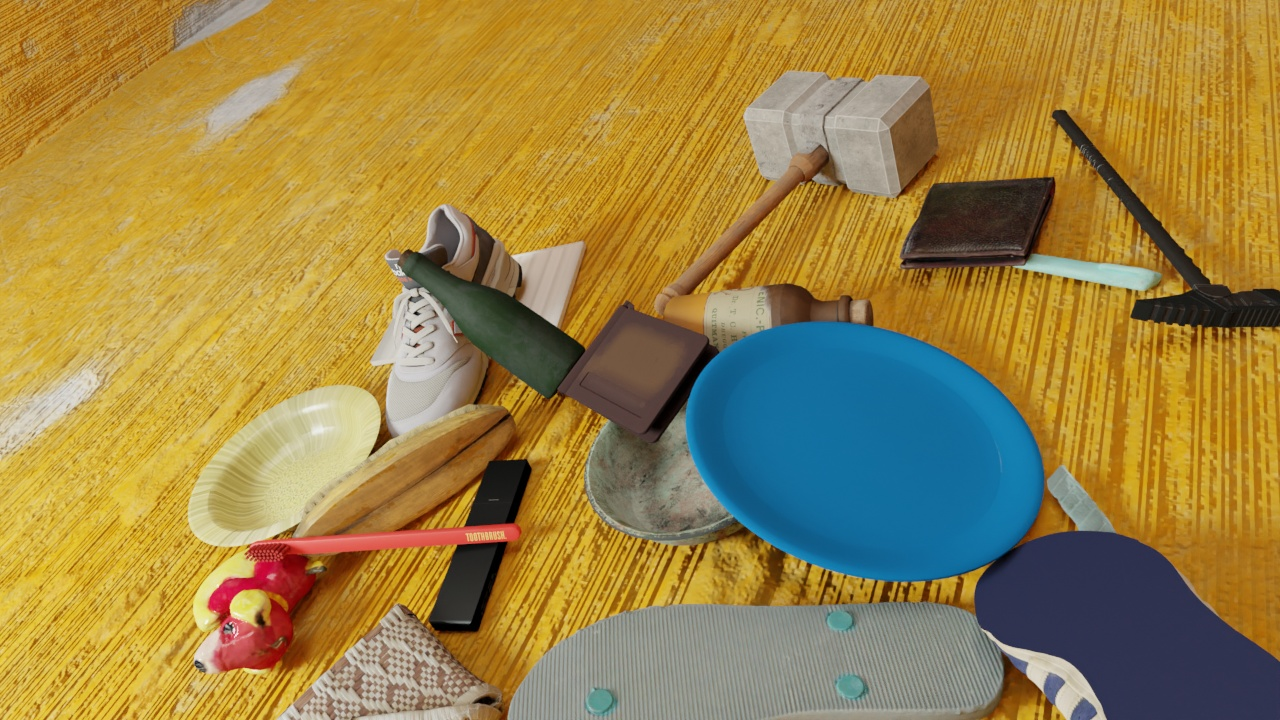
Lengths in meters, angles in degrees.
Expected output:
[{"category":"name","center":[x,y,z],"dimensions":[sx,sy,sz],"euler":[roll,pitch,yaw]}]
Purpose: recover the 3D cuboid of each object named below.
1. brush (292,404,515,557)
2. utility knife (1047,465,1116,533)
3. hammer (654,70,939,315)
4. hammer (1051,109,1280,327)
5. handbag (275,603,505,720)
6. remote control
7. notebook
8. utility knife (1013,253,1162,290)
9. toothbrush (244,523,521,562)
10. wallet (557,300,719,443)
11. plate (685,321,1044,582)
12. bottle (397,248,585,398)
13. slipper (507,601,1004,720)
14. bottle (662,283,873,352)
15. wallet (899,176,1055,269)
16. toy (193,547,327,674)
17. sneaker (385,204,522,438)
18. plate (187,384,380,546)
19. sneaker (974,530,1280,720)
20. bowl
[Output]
[{"category":"brush","center":[-0.189,0.093,0.739],"dimensions":[0.195,0.059,0.043],"euler":[-32,27,-16]},{"category":"utility knife","center":[0.274,0.133,0.476],"dimensions":[0.031,0.015,0.221],"euler":[-21,41,3]},{"category":"hammer","center":[0.116,-0.143,0.831],"dimensions":[0.163,0.083,0.316],"euler":[20,56,42]},{"category":"hammer","center":[0.373,-0.126,0.714],"dimensions":[0.095,0.015,0.324],"euler":[-1,38,2]},{"category":"handbag","center":[-0.185,0.246,0.569],"dimensions":[0.185,0.047,0.124],"euler":[-43,40,-22]},{"category":"remote control","center":[-0.117,0.135,0.689],"dimensions":[0.034,0.013,0.149],"euler":[-5,42,18]},{"category":"notebook","center":[-0.165,-0.060,0.948],"dimensions":[0.210,0.009,0.142],"euler":[-9,41,20]},{"category":"utility knife","center":[0.306,-0.076,0.703],"dimensions":[0.166,0.015,0.022],"euler":[18,42,40]},{"category":"toothbrush","center":[-0.192,0.136,0.678],"dimensions":[0.213,0.012,0.017],"euler":[-5,16,8]},{"category":"wallet","center":[-0.004,0.004,0.694],"dimensions":[0.116,0.018,0.091],"euler":[26,76,47]},{"category":"plate","center":[0.140,0.054,0.591],"dimensions":[0.224,0.024,0.223],"euler":[2,41,-2]},{"category":"bottle","center":[-0.131,-0.038,0.781],"dimensions":[0.055,0.174,0.055],"euler":[-54,2,2]},{"category":"slipper","center":[0.062,0.183,0.516],"dimensions":[0.269,0.055,0.098],"euler":[-9,37,2]},{"category":"bottle","center":[0.100,-0.025,0.713],"dimensions":[0.157,0.068,0.067],"euler":[-5,42,24]},{"category":"wallet","center":[0.274,-0.111,0.744],"dimensions":[0.100,0.031,0.119],"euler":[1,37,34]},{"category":"toy","center":[-0.288,0.183,0.696],"dimensions":[0.105,0.067,0.137],"euler":[-31,26,-12]},{"category":"sneaker","center":[-0.191,-0.046,0.840],"dimensions":[0.089,0.124,0.239],"euler":[-3,48,24]},{"category":"plate","center":[-0.306,0.100,0.814],"dimensions":[0.184,0.036,0.184],"euler":[-15,38,12]},{"category":"sneaker","center":[0.244,0.167,0.416],"dimensions":[0.091,0.118,0.233],"euler":[-35,3,3]},{"category":"bowl","center":[0.039,0.074,0.654],"dimensions":[0.158,0.038,0.157],"euler":[-15,39,12]}]
